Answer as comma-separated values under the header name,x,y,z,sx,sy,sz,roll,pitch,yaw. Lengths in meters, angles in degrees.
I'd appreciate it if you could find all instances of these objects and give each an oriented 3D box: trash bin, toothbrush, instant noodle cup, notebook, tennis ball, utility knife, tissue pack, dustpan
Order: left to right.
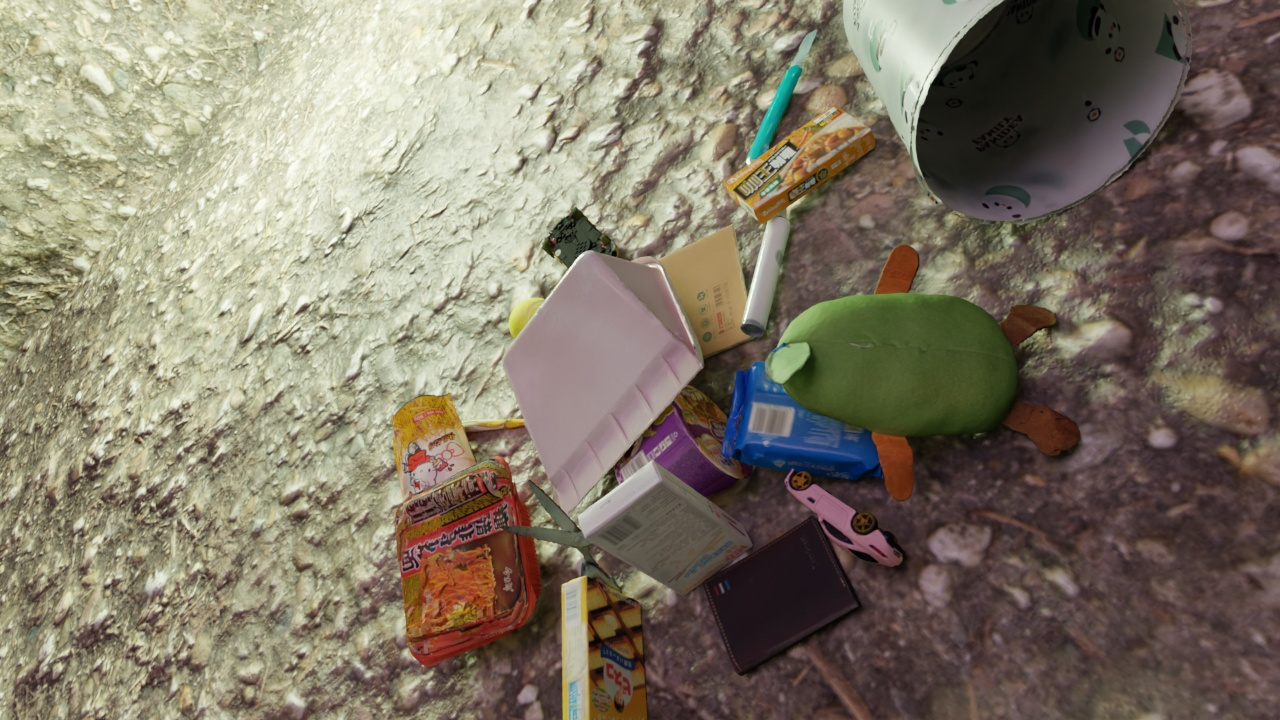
name,x,y,z,sx,sy,sz,roll,pitch,yaw
instant noodle cup,-0.177,0.215,0.976,0.165,0.079,0.188,-26,60,22
toothbrush,-0.166,0.075,1.122,0.192,0.018,0.016,-6,57,38
tennis ball,-0.130,-0.045,1.140,0.066,0.065,0.065,-22,50,28
dustpan,-0.024,0.003,0.964,0.223,0.138,0.273,-47,55,22
notebook,0.027,-0.053,1.038,0.208,0.008,0.147,-23,58,28
instant noodle cup,0.036,0.095,0.881,0.099,0.111,0.111,-43,42,22
toothbrush,0.144,-0.124,0.989,0.026,0.027,0.220,3,60,27
utility knife,0.172,-0.314,1.105,0.029,0.013,0.205,12,73,46
tissue pack,0.155,0.055,0.821,0.157,0.052,0.094,6,63,19
trash bin,0.309,-0.287,0.827,0.230,0.229,0.251,-33,40,18

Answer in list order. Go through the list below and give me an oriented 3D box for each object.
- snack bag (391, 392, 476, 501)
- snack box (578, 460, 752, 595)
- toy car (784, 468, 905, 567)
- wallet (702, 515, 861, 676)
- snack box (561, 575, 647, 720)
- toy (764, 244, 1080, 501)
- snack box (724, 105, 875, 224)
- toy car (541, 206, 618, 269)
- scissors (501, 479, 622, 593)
name,x,y,z,sx,sy,sz,roll,pitch,yaw
snack bag,-0.248,0.147,1.118,0.129,0.073,0.207,-35,53,16
snack box,0.025,0.151,0.806,0.085,0.156,0.027,-38,44,12
toy car,0.167,0.134,0.771,0.037,0.056,0.122,-52,44,-4
wallet,0.119,0.202,0.794,0.122,0.020,0.096,-35,45,14
snack box,-0.033,0.273,0.823,0.034,0.087,0.140,-24,49,27
toy,0.225,0.004,0.757,0.247,0.090,0.226,6,65,3
snack box,0.173,-0.215,1.006,0.154,0.026,0.075,-35,43,0
toy car,-0.075,-0.143,1.176,0.071,0.041,0.156,-48,41,3
scissors,-0.054,0.171,0.864,0.159,0.175,0.014,-21,24,-35
